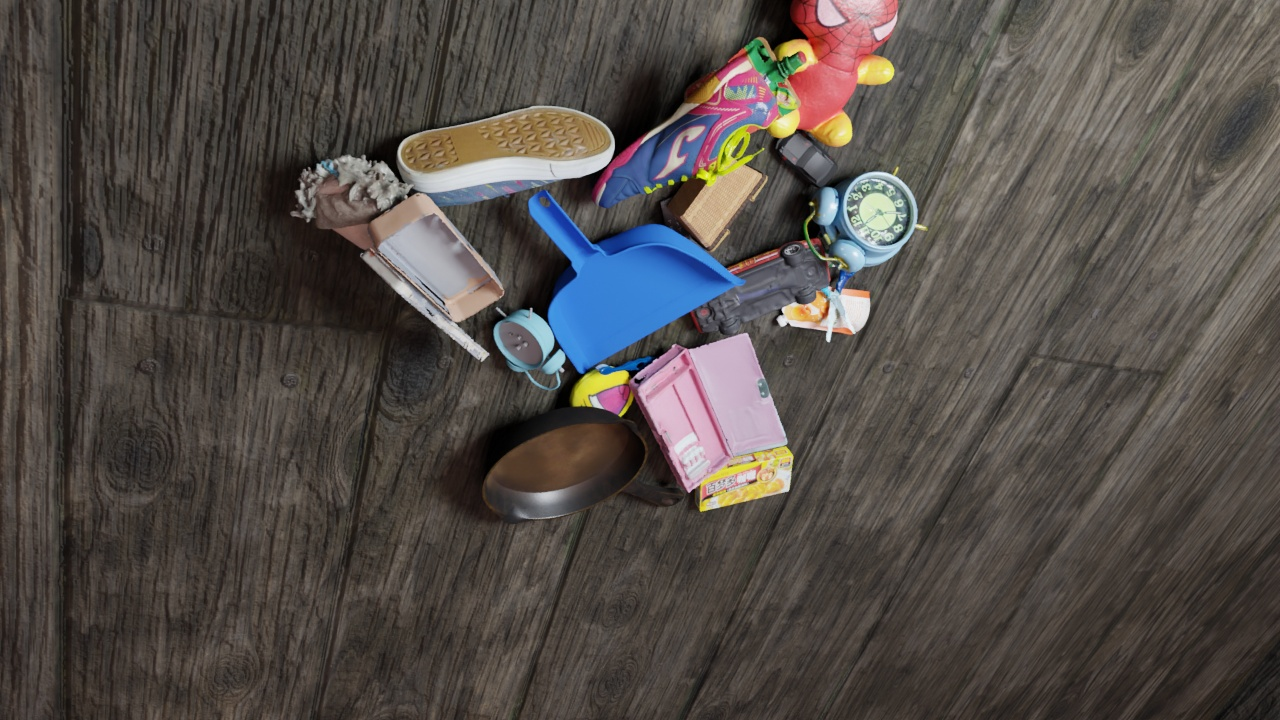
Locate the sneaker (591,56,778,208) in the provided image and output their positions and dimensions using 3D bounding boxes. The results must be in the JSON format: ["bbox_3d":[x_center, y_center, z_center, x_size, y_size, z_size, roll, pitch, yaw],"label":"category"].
[{"bbox_3d":[0.045,-0.223,1.004,0.243,0.116,0.091,-33,102,37],"label":"sneaker"}]

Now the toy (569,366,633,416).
[{"bbox_3d":[-0.051,0.048,1.231,0.094,0.041,0.095,-35,136,-1],"label":"toy"}]

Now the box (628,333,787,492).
[{"bbox_3d":[0.095,0.068,1.281,0.179,0.059,0.233,-25,130,-2],"label":"box"}]

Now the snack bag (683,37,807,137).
[{"bbox_3d":[0.119,-0.297,1.013,0.155,0.044,0.087,-21,105,41],"label":"snack bag"}]

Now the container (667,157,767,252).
[{"bbox_3d":[0.088,-0.197,1.101,0.061,0.063,0.114,32,100,-30],"label":"container"}]

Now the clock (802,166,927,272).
[{"bbox_3d":[0.275,-0.174,1.157,0.162,0.060,0.118,-27,88,-14],"label":"clock"}]

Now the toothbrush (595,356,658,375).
[{"bbox_3d":[-0.007,0.007,1.217,0.132,0.016,0.021,-6,118,-44],"label":"toothbrush"}]

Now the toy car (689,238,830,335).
[{"bbox_3d":[0.153,-0.097,1.195,0.189,0.056,0.081,-20,129,7],"label":"toy car"}]

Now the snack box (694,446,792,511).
[{"bbox_3d":[0.158,0.182,1.410,0.152,0.025,0.075,-10,125,-14],"label":"snack box"}]

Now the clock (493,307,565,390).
[{"bbox_3d":[-0.137,-0.010,1.138,0.041,0.087,0.123,-51,132,-39],"label":"clock"}]

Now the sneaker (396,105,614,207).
[{"bbox_3d":[-0.146,-0.217,1.009,0.235,0.087,0.079,-11,153,-13],"label":"sneaker"}]

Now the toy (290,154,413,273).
[{"bbox_3d":[-0.284,-0.156,0.985,0.133,0.076,0.176,0,149,22],"label":"toy"}]

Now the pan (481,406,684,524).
[{"bbox_3d":[-0.062,0.154,1.280,0.249,0.043,0.355,-41,141,25],"label":"pan"}]

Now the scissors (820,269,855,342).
[{"bbox_3d":[0.273,-0.093,1.251,0.110,0.015,0.132,-34,102,-10],"label":"scissors"}]

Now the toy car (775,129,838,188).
[{"bbox_3d":[0.207,-0.249,1.133,0.091,0.036,0.042,31,107,-34],"label":"toy car"}]

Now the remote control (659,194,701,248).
[{"bbox_3d":[0.052,-0.153,1.155,0.039,0.010,0.125,-25,127,-4],"label":"remote control"}]

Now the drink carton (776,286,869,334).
[{"bbox_3d":[0.253,-0.072,1.275,0.122,0.038,0.069,7,118,-18],"label":"drink carton"}]

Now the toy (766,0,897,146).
[{"bbox_3d":[0.213,-0.353,1.028,0.147,0.098,0.217,-2,124,-32],"label":"toy"}]

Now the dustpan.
[{"bbox_3d":[-0.042,-0.111,1.096,0.246,0.059,0.257,-29,123,20],"label":"dustpan"}]

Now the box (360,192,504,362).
[{"bbox_3d":[-0.213,-0.092,1.001,0.107,0.094,0.216,-57,159,-9],"label":"box"}]

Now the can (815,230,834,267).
[{"bbox_3d":[0.282,-0.154,1.214,0.101,0.053,0.053,-8,125,-15],"label":"can"}]
